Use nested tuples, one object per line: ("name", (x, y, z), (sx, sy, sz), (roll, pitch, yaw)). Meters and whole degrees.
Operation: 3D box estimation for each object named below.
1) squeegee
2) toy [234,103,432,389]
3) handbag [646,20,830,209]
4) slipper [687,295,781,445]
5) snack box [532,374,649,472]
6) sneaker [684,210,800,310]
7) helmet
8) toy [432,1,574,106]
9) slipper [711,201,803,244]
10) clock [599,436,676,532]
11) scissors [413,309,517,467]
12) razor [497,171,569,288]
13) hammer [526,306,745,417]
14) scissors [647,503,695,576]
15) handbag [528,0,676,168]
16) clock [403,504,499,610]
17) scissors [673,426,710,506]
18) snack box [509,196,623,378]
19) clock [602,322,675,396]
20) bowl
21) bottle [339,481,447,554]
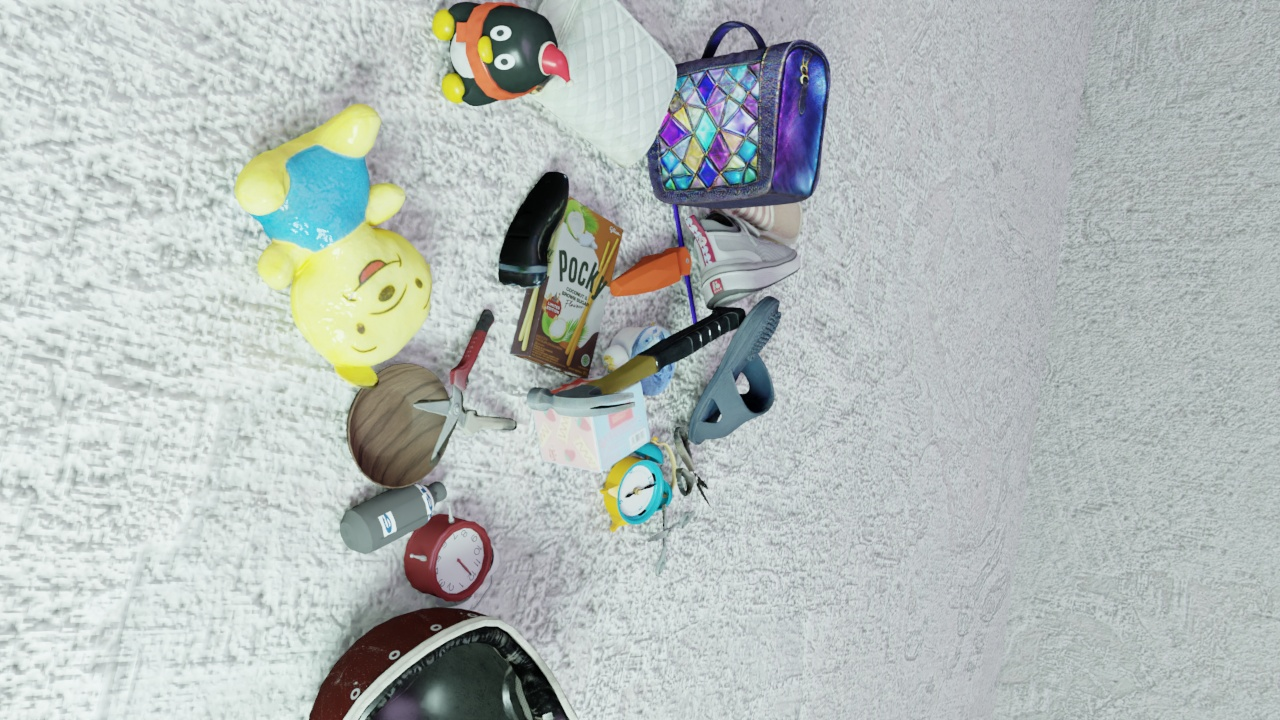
("squeegee", (0.022, -0.114, 1.161), (0.184, 0.055, 0.250), (-29, 113, -50))
("toy", (-0.257, -0.095, 0.796), (0.148, 0.084, 0.214), (-42, 127, -31))
("handbag", (0.117, -0.303, 1.132), (0.125, 0.205, 0.222), (-7, 98, -52))
("slipper", (0.139, 0.034, 1.217), (0.101, 0.082, 0.264), (-38, 158, -46))
("snack box", (-0.057, 0.069, 1.058), (0.092, 0.095, 0.079), (-28, 115, -46))
("sneaker", (0.141, -0.153, 1.292), (0.262, 0.097, 0.128), (-21, 88, -58))
("helmet", (-0.177, 0.347, 0.814), (0.232, 0.253, 0.234), (-28, 140, -41))
("toy", (-0.129, -0.304, 0.899), (0.099, 0.119, 0.097), (-26, 114, -51))
("slipper", (0.180, -0.241, 1.349), (0.262, 0.052, 0.115), (19, 81, -51))
("clock", (0.001, 0.161, 1.187), (0.129, 0.044, 0.099), (-33, 120, -36))
("scissors", (-0.170, 0.041, 0.942), (0.179, 0.015, 0.199), (64, 30, -49))
("razor", (-0.110, -0.140, 0.999), (0.064, 0.053, 0.140), (51, 54, -56))
("hammer", (0.023, -0.005, 1.072), (0.331, 0.118, 0.025), (-28, 116, -46))
("scissors", (0.042, 0.226, 1.240), (0.164, 0.014, 0.142), (-41, 146, -51))
("handbag", (-0.050, -0.320, 1.036), (0.194, 0.072, 0.138), (29, 81, -50))
("clock", (-0.192, 0.210, 0.948), (0.087, 0.044, 0.124), (-55, 132, -31))
("scissors", (0.071, 0.163, 1.261), (0.153, 0.013, 0.163), (-67, 144, -64))
("snack box", (-0.082, -0.082, 1.056), (0.101, 0.032, 0.186), (24, 76, -50))
("clock", (-0.007, 0.007, 1.147), (0.125, 0.052, 0.089), (-43, 127, -40))
("bowl", (-0.237, 0.061, 0.880), (0.119, 0.032, 0.119), (-9, 102, -51))
("bottle", (-0.235, 0.146, 0.885), (0.112, 0.047, 0.047), (-24, 113, -48))
